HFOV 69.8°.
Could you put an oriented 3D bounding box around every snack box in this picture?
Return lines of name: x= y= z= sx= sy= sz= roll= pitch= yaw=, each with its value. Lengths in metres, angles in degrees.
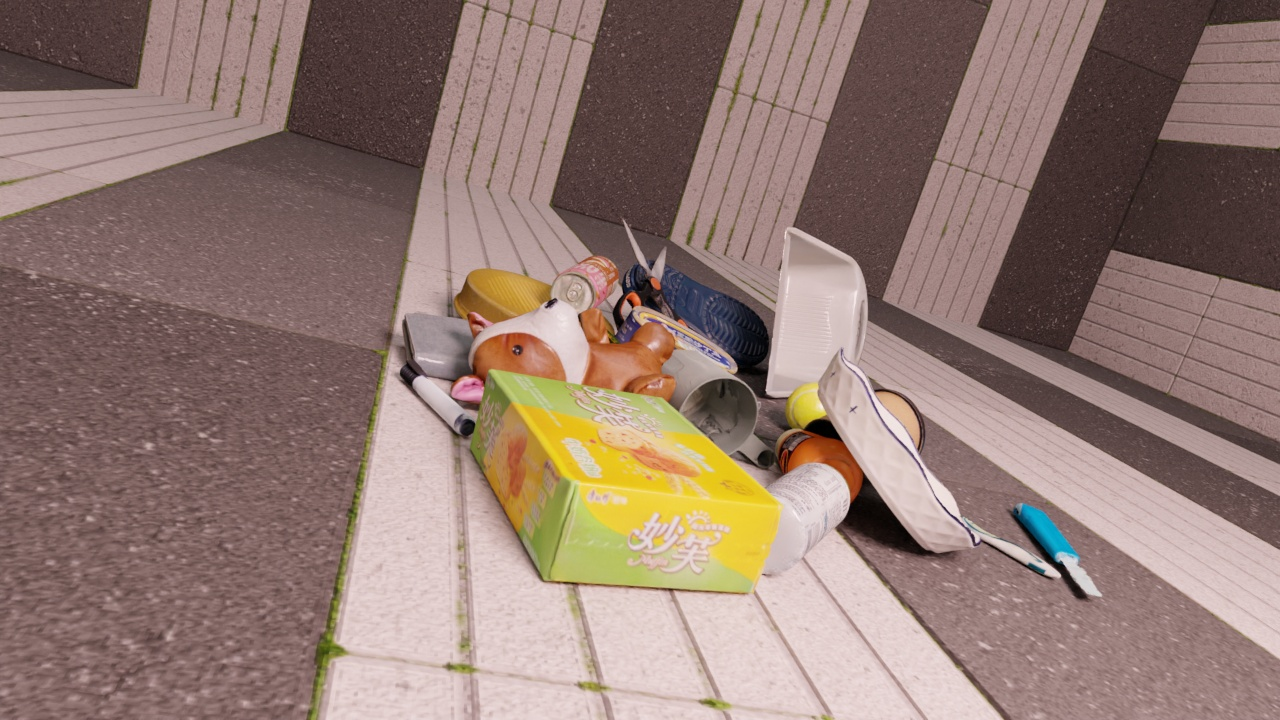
snack box: x=-0.020 y=0.081 z=0.659 sx=0.157 sy=0.070 sz=0.210 roll=10 pitch=15 yaw=-26

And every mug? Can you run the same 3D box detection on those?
mug: x=0.070 y=0.052 z=0.916 sx=0.124 sy=0.083 sz=0.103 roll=41 pitch=0 yaw=-27

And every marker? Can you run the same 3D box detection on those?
marker: x=-0.174 y=0.030 z=0.783 sx=0.018 sy=0.023 sz=0.131 roll=-7 pitch=23 yaw=-35

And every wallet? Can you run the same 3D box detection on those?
wallet: x=-0.170 y=-0.007 z=0.915 sx=0.129 sy=0.037 sz=0.106 roll=10 pitch=25 yaw=-25

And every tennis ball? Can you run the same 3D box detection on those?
tennis ball: x=0.200 y=0.058 z=1.059 sx=0.065 sy=0.065 sz=0.065 roll=16 pitch=13 yaw=-4

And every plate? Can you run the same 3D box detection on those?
plate: x=0.225 y=0.085 z=0.820 sx=0.205 sy=0.046 sz=0.204 roll=50 pitch=14 yaw=-18

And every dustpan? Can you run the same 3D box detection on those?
dustpan: x=0.258 y=-0.055 z=1.283 sx=0.143 sy=0.222 sz=0.257 roll=7 pitch=1 yaw=8

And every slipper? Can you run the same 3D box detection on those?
slipper: x=0.073 y=-0.052 z=1.316 sx=0.252 sy=0.104 sz=0.095 roll=27 pitch=-37 yaw=-26

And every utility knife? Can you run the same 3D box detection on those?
utility knife: x=0.409 y=0.184 z=0.900 sx=0.034 sy=0.018 sz=0.223 roll=20 pitch=12 yaw=5

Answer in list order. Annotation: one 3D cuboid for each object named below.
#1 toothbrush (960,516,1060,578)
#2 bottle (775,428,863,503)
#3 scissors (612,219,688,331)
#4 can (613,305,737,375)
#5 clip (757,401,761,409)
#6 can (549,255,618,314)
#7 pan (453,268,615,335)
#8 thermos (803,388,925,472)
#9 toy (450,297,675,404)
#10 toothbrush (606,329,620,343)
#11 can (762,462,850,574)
toothbrush: x=0.323 y=0.159 z=0.897 sx=0.016 sy=0.018 sz=0.192 roll=6 pitch=17 yaw=-42
bottle: x=0.160 y=0.095 z=0.869 sx=0.066 sy=0.067 sz=0.149 roll=16 pitch=6 yaw=-8
scissors: x=0.016 y=-0.077 z=1.199 sx=0.232 sy=0.022 sz=0.220 roll=56 pitch=32 yaw=-6
can: x=0.041 y=-0.007 z=1.081 sx=0.148 sy=0.049 sz=0.074 roll=28 pitch=23 yaw=-14
clip: x=0.122 y=0.051 z=1.078 sx=0.036 sy=0.025 sz=0.057 roll=34 pitch=14 yaw=32
can: x=-0.067 y=-0.092 z=1.127 sx=0.058 sy=0.058 sz=0.147 roll=18 pitch=15 yaw=5
pan: x=-0.156 y=-0.069 z=1.175 sx=0.197 sy=0.078 sz=0.357 roll=17 pitch=18 yaw=-26
thermos: x=0.234 y=0.081 z=0.972 sx=0.143 sy=0.093 sz=0.093 roll=-8 pitch=27 yaw=-44
toy: x=-0.067 y=0.004 z=0.841 sx=0.199 sy=0.131 sz=0.140 roll=8 pitch=31 yaw=-4
toothbrush: x=-0.006 y=0.006 z=1.022 sx=0.017 sy=0.012 sz=0.186 roll=-8 pitch=43 yaw=-45
can: x=0.119 y=0.118 z=0.712 sx=0.058 sy=0.058 sz=0.146 roll=23 pitch=14 yaw=23
